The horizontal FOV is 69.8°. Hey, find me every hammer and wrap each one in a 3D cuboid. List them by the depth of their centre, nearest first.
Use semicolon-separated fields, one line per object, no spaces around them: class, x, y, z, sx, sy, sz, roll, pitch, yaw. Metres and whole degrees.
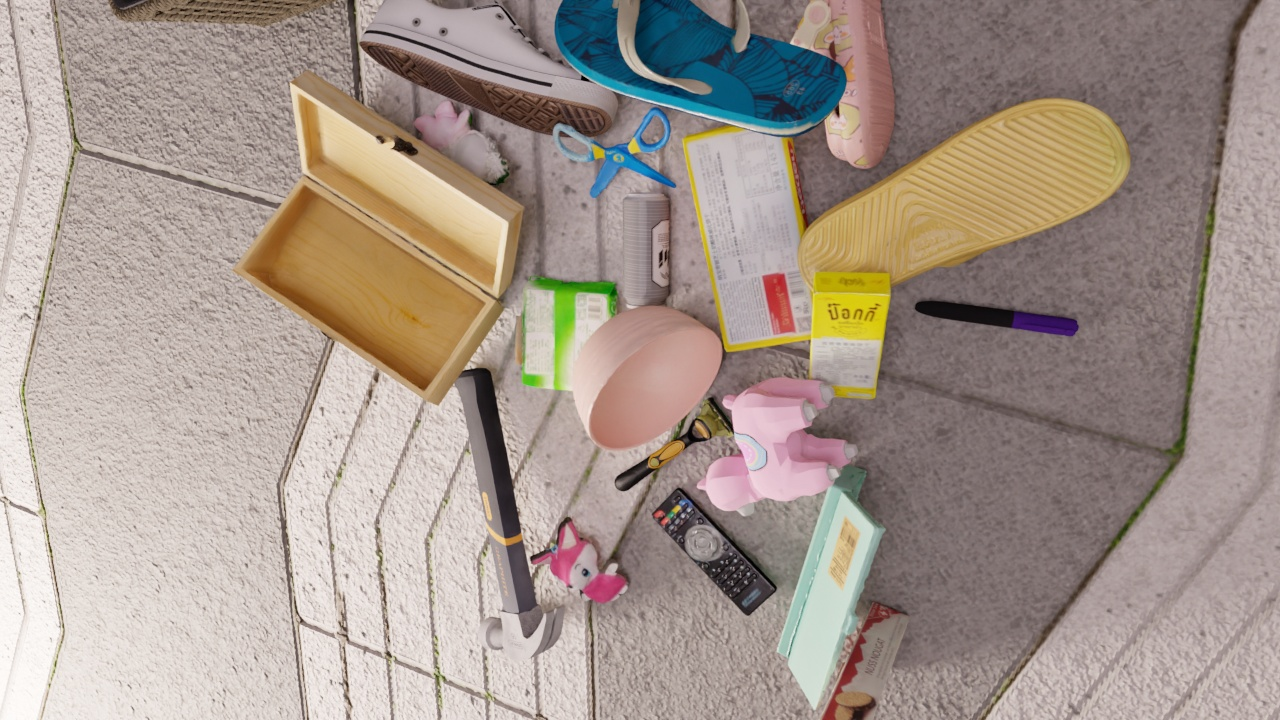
hammer;-0.151;0.162;0.969;0.140;0.035;0.312;-7;95;48

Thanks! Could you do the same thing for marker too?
marker;0.307;-0.037;0.794;0.134;0.018;0.015;9;125;16

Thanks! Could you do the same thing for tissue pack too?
tissue pack;-0.073;-0.024;0.914;0.100;0.034;0.114;6;104;14

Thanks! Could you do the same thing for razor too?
razor;0.029;0.092;0.917;0.144;0.021;0.044;-37;90;24

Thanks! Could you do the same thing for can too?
can;0.005;-0.104;0.864;0.044;0.043;0.107;4;104;17

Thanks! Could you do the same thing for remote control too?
remote control;0.074;0.191;0.926;0.140;0.021;0.045;45;111;9

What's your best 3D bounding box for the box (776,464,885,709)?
box;0.169;0.201;0.835;0.055;0.138;0.187;15;107;7

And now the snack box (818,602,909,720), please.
snack box;0.178;0.296;0.781;0.044;0.272;0.077;21;109;19

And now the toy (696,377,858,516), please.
toy;0.115;0.083;0.846;0.158;0.067;0.123;-17;103;40

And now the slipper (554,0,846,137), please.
slipper;0.031;-0.262;0.747;0.295;0.060;0.118;32;79;30

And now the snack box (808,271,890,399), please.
snack box;0.177;-0.019;0.787;0.061;0.025;0.149;3;145;10

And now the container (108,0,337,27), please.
container;-0.283;-0.414;0.795;0.322;0.204;0.176;-9;100;20

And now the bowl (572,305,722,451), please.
bowl;-0.005;0.005;0.852;0.076;0.152;0.153;48;115;31

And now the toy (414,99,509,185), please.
toy;-0.180;-0.202;0.904;0.096;0.041;0.109;-30;86;22

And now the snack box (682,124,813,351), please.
snack box;0.104;-0.113;0.830;0.092;0.042;0.201;-9;100;19

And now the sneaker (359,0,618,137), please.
sneaker;-0.129;-0.288;0.852;0.245;0.091;0.097;21;83;9

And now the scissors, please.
scissors;-0.020;-0.190;0.843;0.127;0.013;0.126;27;138;-13

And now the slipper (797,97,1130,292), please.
slipper;0.255;-0.129;0.757;0.264;0.078;0.099;-26;93;22

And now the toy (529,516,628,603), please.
toy;-0.062;0.221;0.965;0.102;0.050;0.065;38;107;1

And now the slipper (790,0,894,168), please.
slipper;0.157;-0.255;0.757;0.082;0.093;0.197;-2;102;29

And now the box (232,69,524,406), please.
box;-0.251;-0.117;0.907;0.247;0.118;0.253;33;121;6
